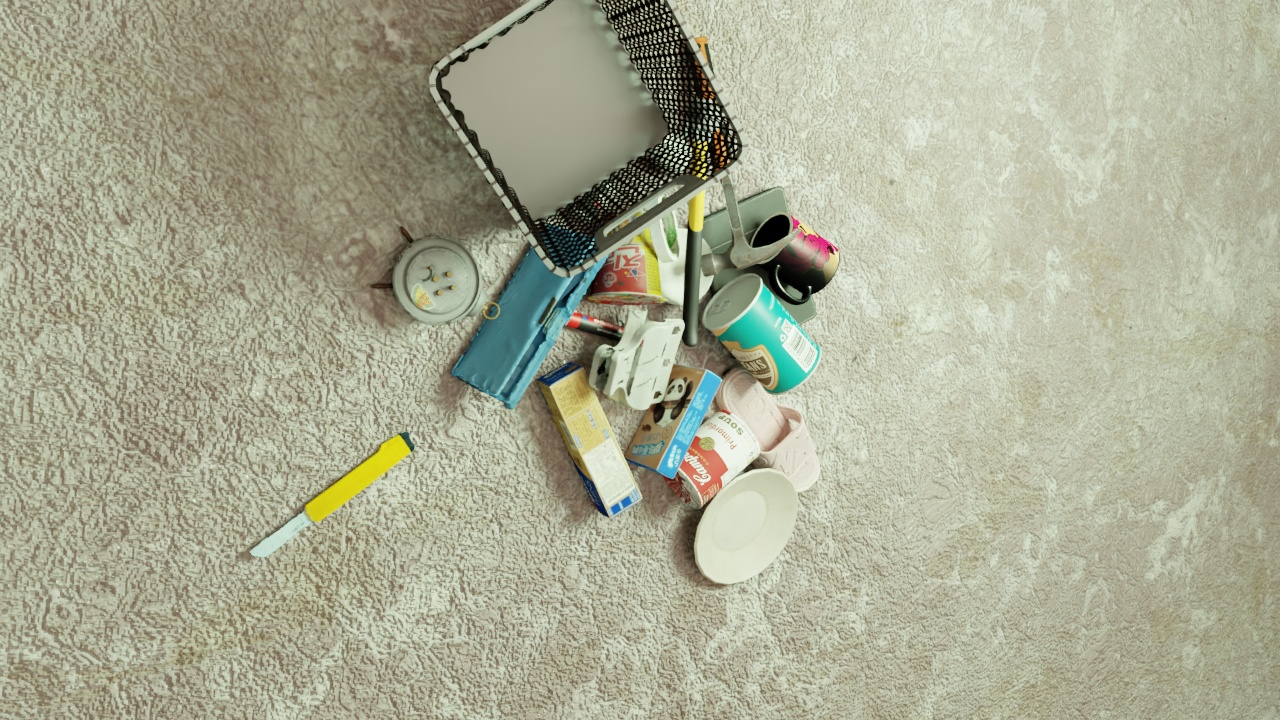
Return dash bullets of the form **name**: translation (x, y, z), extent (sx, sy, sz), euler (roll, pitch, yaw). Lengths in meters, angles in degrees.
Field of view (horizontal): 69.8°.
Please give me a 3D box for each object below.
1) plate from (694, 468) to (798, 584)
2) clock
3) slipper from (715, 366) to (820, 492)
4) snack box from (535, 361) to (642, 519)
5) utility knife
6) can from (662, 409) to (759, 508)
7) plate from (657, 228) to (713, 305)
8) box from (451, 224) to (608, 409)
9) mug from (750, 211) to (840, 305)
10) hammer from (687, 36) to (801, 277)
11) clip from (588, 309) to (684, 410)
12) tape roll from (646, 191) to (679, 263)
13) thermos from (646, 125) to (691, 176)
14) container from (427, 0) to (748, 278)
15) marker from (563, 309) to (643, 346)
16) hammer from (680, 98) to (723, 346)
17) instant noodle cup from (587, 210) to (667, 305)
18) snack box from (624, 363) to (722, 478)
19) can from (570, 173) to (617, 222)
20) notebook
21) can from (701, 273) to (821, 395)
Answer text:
- **plate**: translation (0.151, 0.240, 1.346), extent (0.188, 0.027, 0.189), euler (-14, 117, -28)
- **clock**: translation (-0.231, -0.088, 1.084), extent (0.147, 0.056, 0.104), euler (29, 81, -27)
- **slipper**: translation (0.197, 0.109, 1.352), extent (0.094, 0.064, 0.239), euler (-46, 114, -18)
- **snack box**: translation (-0.067, 0.105, 1.203), extent (0.056, 0.057, 0.207), euler (-30, 110, -20)
- **utility knife**: translation (-0.353, 0.155, 1.063), extent (0.216, 0.019, 0.030), euler (-40, 108, -26)
- **can**: translation (0.096, 0.137, 1.283), extent (0.116, 0.087, 0.086), euler (-39, 113, -21)
- **plate**: translation (0.050, -0.128, 1.257), extent (0.104, 0.026, 0.104), euler (-2, 95, -25)
- **box**: translation (-0.137, -0.062, 1.121), extent (0.231, 0.093, 0.054), euler (-59, 161, -10)
- **mug**: translation (0.213, -0.134, 1.282), extent (0.098, 0.082, 0.117), euler (28, 61, -30)
- **hammer**: translation (0.120, -0.280, 1.228), extent (0.138, 0.035, 0.314), euler (-12, 88, 14)
- **clip**: translation (-0.020, -0.001, 1.195), extent (0.152, 0.099, 0.126), euler (-4, 114, -43)
- **tape roll**: translation (0.030, -0.173, 1.184), extent (0.093, 0.018, 0.094), euler (-8, 90, -74)
- **thermos**: translation (-0.019, -0.323, 1.181), extent (0.224, 0.052, 0.052), euler (39, 76, -28)
- **container**: translation (-0.072, -0.275, 1.010), extent (0.247, 0.243, 0.245), euler (-34, 113, -2)
- **marker**: translation (-0.057, -0.046, 1.210), extent (0.145, 0.021, 0.023), euler (16, 80, -31)
- **hammer**: translation (0.070, -0.172, 1.181), extent (0.029, 0.127, 0.324), euler (-2, 116, -8)
- **instant noodle cup**: translation (-0.019, -0.132, 1.186), extent (0.100, 0.100, 0.112), euler (2, 87, -30)
- **snack box**: translation (0.043, 0.080, 1.245), extent (0.034, 0.087, 0.151), euler (32, 79, -30)
- **can**: translation (-0.059, -0.219, 1.182), extent (0.031, 0.032, 0.080), euler (32, 79, -29)
- **notebook**: translation (0.169, -0.129, 1.329), extent (0.169, 0.029, 0.209), euler (-27, 112, -23)
- **can**: translation (0.169, -0.035, 1.272), extent (0.144, 0.099, 0.099), euler (45, 73, -25)
